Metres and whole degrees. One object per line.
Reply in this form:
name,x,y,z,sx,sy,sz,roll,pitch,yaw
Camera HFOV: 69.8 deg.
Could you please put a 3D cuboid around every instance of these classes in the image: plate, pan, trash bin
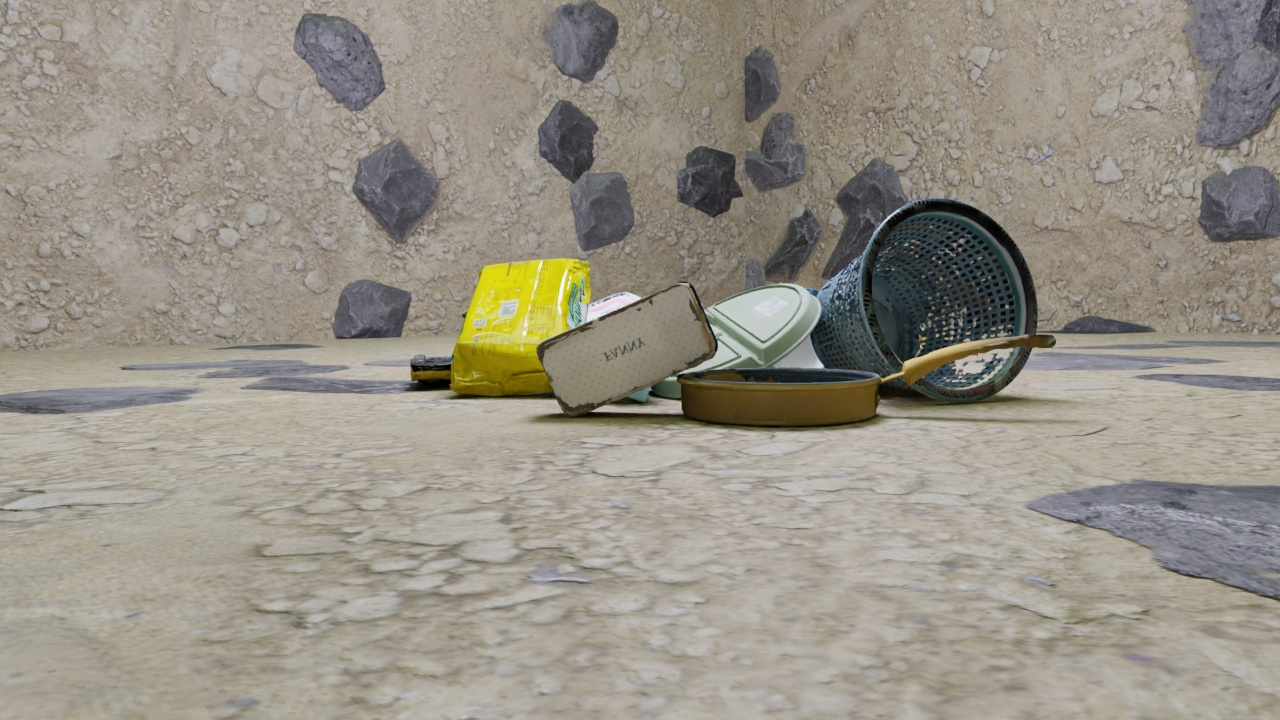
plate,0.107,-0.030,1.112,0.230,0.027,0.229,-25,21,10
pan,0.213,0.014,0.893,0.358,0.078,0.197,0,4,10
trash bin,0.308,-0.052,1.078,0.226,0.226,0.195,-2,-9,-18

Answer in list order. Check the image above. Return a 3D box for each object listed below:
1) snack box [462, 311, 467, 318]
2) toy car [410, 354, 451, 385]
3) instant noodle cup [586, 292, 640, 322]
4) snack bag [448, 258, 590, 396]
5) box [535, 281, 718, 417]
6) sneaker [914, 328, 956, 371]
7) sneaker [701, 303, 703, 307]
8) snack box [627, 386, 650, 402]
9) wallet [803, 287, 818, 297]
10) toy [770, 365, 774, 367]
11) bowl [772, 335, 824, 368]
snack box,-0.181,-0.024,1.339,0.117,0.105,0.118,-7,6,-42
toy car,-0.281,0.013,1.267,0.071,0.041,0.156,-1,2,-8
instant noodle cup,-0.061,-0.025,1.250,0.173,0.060,0.138,-24,26,-19
snack bag,-0.152,-0.049,1.175,0.158,0.068,0.245,-4,39,7
box,-0.006,-0.015,0.918,0.184,0.090,0.062,-21,3,5
sneaker,0.344,-0.021,1.369,0.241,0.088,0.118,23,25,19
sneaker,0.074,-0.032,1.316,0.089,0.090,0.243,41,-25,-29
snack box,-0.013,0.000,1.096,0.051,0.074,0.175,19,2,-7
wallet,0.196,-0.036,1.273,0.040,0.133,0.106,23,-6,-23
toy,0.127,0.021,1.103,0.083,0.039,0.108,-4,7,-39
bowl,0.181,-0.007,1.182,0.113,0.113,0.062,-2,-38,-17
